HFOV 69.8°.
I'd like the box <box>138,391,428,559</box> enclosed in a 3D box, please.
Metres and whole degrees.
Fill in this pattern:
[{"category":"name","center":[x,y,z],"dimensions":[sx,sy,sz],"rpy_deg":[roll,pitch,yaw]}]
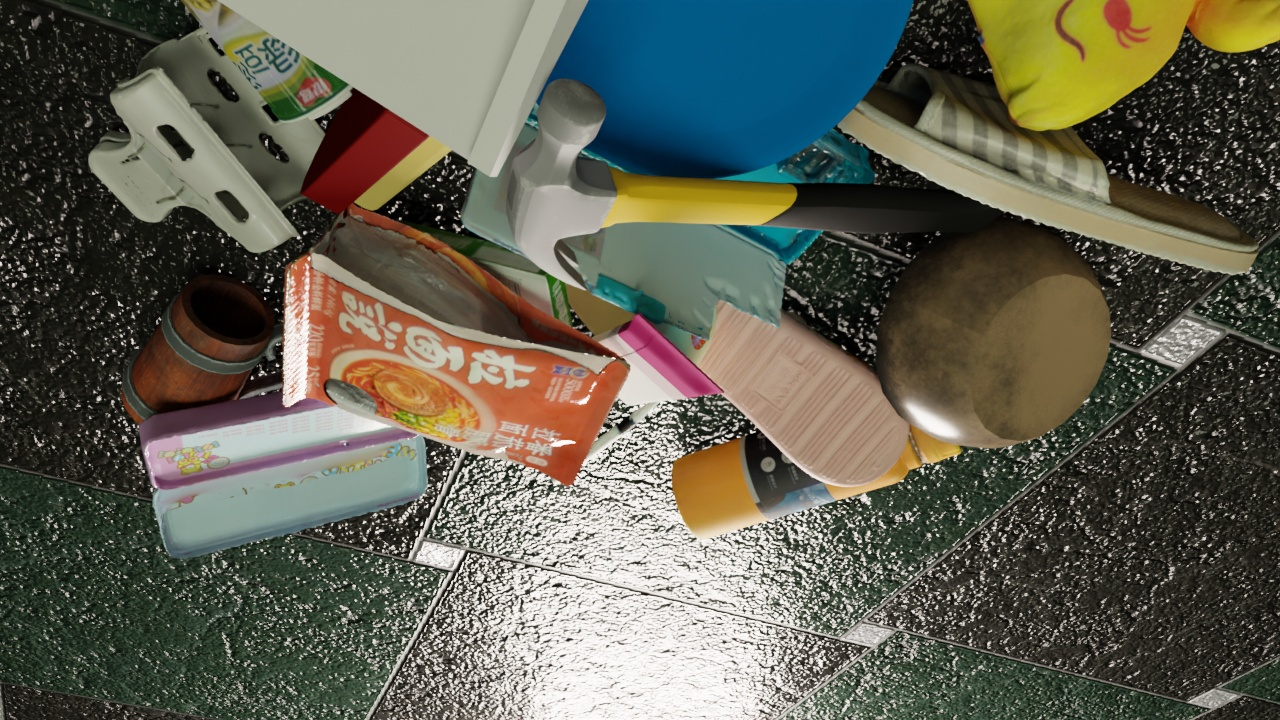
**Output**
[{"category":"box","center":[-0.276,0.081,0.737],"dimensions":[0.213,0.040,0.152],"rpy_deg":[-11,133,-27]}]

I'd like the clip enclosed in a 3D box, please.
[{"category":"clip","center":[-0.275,-0.122,0.565],"dimensions":[0.152,0.105,0.126],"rpy_deg":[-23,129,9]}]

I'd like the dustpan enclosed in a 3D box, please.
[{"category":"dustpan","center":[-0.088,-0.238,0.373],"dimensions":[0.191,0.053,0.258],"rpy_deg":[33,107,5]}]

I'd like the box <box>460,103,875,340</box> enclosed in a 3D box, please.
[{"category":"box","center":[0.016,-0.111,0.572],"dimensions":[0.227,0.086,0.168],"rpy_deg":[24,96,-22]}]

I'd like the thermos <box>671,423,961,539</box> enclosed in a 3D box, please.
[{"category":"thermos","center":[0.147,0.081,0.778],"dimensions":[0.233,0.091,0.076],"rpy_deg":[-21,103,20]}]

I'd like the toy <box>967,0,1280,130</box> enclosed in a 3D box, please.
[{"category":"toy","center":[0.264,-0.209,0.467],"dimensions":[0.194,0.087,0.134],"rpy_deg":[-21,89,15]}]

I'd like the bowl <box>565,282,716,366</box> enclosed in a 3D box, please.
[{"category":"bowl","center":[0.011,-0.046,0.634],"dimensions":[0.074,0.118,0.118],"rpy_deg":[-46,132,-15]}]

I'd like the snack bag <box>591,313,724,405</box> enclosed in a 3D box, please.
[{"category":"snack bag","center":[-0.004,0.004,0.623],"dimensions":[0.070,0.016,0.197],"rpy_deg":[43,165,-9]}]

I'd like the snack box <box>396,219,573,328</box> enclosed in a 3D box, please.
[{"category":"snack box","center":[-0.109,-0.018,0.672],"dimensions":[0.132,0.027,0.168],"rpy_deg":[15,139,19]}]

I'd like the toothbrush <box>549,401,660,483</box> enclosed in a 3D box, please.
[{"category":"toothbrush","center":[-0.018,0.062,0.792],"dimensions":[0.012,0.017,0.187],"rpy_deg":[34,127,-26]}]

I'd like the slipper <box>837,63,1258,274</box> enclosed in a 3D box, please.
[{"category":"slipper","center":[0.240,-0.116,0.537],"dimensions":[0.272,0.114,0.054],"rpy_deg":[20,126,-6]}]

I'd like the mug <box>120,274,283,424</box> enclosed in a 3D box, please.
[{"category":"mug","center":[-0.315,0.000,0.698],"dimensions":[0.117,0.081,0.111],"rpy_deg":[15,133,-40]}]

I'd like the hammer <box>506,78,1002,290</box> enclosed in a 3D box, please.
[{"category":"hammer","center":[0.079,-0.088,0.517],"dimensions":[0.323,0.029,0.127],"rpy_deg":[-3,149,-27]}]

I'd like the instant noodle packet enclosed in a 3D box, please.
[{"category":"instant noodle packet","center":[-0.127,0.003,0.643],"dimensions":[0.221,0.083,0.165],"rpy_deg":[24,137,-4]}]

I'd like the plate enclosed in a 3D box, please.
[{"category":"plate","center":[0.031,-0.208,0.477],"dimensions":[0.224,0.024,0.225],"rpy_deg":[0,113,0]}]

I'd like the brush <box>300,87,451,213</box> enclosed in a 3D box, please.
[{"category":"brush","center":[-0.134,-0.136,0.513],"dimensions":[0.042,0.082,0.174],"rpy_deg":[30,153,-29]}]

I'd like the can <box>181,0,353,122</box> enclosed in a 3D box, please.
[{"category":"can","center":[-0.206,-0.195,0.496],"dimensions":[0.067,0.067,0.121],"rpy_deg":[-18,132,18]}]

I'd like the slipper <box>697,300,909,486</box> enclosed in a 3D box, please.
[{"category":"slipper","center":[0.118,0.009,0.700],"dimensions":[0.197,0.081,0.093],"rpy_deg":[39,112,-3]}]

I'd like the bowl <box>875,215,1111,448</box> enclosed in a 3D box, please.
[{"category":"bowl","center":[0.247,-0.012,0.624],"dimensions":[0.162,0.070,0.162],"rpy_deg":[-8,113,-20]}]
